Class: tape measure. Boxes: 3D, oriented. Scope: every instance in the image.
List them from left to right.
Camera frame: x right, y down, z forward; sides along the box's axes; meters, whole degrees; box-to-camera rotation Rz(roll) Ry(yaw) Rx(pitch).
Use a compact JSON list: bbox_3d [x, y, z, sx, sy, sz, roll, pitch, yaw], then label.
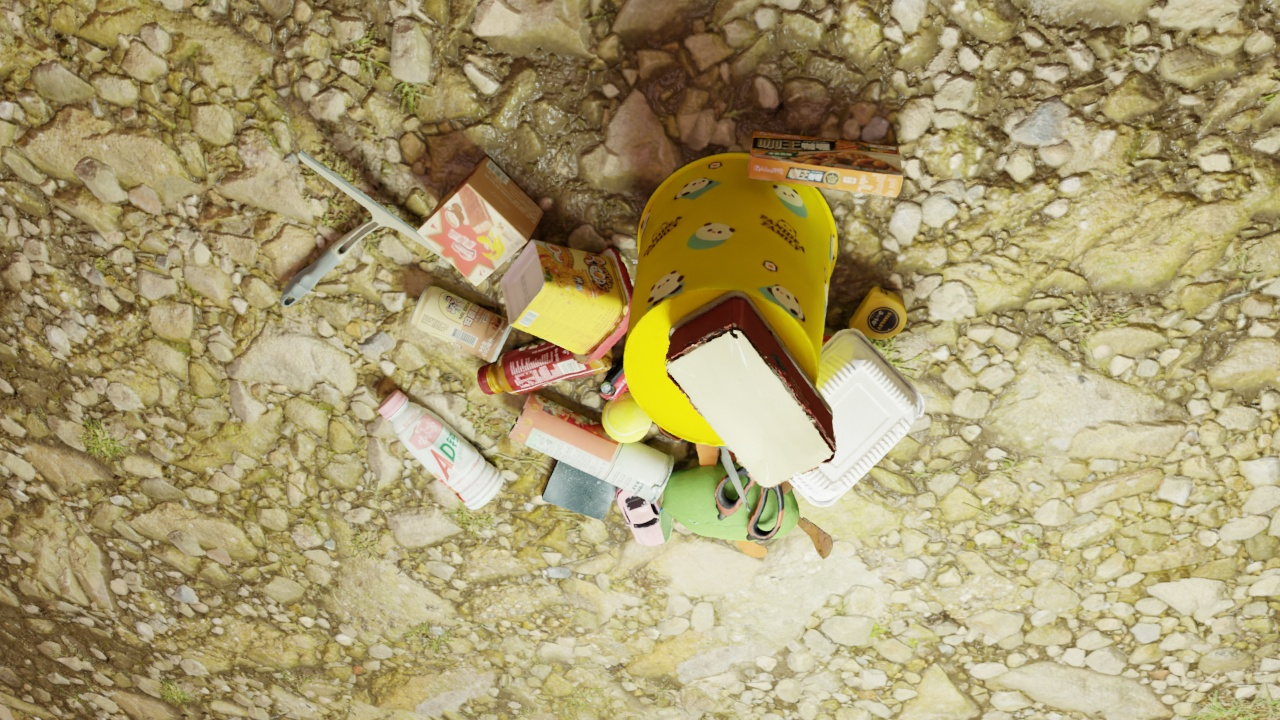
[{"bbox_3d":[0.278,-0.054,1.063,0.057,0.028,0.060,24,125,-5],"label":"tape measure"}]

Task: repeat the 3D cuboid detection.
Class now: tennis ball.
[{"bbox_3d":[-0.017,0.074,1.186,0.065,0.065,0.066,5,125,7],"label":"tennis ball"}]

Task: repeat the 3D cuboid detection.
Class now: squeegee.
[{"bbox_3d":[-0.370,-0.131,1.128,0.247,0.039,0.246,-29,133,33],"label":"squeegee"}]

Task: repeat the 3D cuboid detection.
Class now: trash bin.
[{"bbox_3d":[0.092,-0.060,0.956,0.230,0.254,0.230,5,125,7],"label":"trash bin"}]

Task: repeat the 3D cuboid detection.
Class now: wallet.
[{"bbox_3d":[-0.080,0.174,1.299,0.097,0.019,0.121,21,127,-5],"label":"wallet"}]

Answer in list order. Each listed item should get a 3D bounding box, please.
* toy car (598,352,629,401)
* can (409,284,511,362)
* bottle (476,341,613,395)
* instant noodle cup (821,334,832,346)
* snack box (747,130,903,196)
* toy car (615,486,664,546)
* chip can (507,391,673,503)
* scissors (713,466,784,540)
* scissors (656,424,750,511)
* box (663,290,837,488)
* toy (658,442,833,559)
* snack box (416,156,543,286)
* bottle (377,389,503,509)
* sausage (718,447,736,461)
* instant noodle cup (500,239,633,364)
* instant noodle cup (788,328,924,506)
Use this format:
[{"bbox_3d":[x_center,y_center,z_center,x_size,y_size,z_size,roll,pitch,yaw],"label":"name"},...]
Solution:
[{"bbox_3d":[-0.007,0.007,1.145,0.045,0.052,0.121,38,124,-11],"label":"toy car"},{"bbox_3d":[-0.223,-0.046,1.146,0.116,0.058,0.059,25,125,-7],"label":"can"},{"bbox_3d":[-0.124,0.006,1.164,0.175,0.057,0.057,-15,121,20],"label":"bottle"},{"bbox_3d":[0.210,0.046,1.103,0.116,0.116,0.124,11,137,2],"label":"instant noodle cup"},{"bbox_3d":[0.189,-0.204,0.946,0.154,0.075,0.026,8,127,5],"label":"snack box"},{"bbox_3d":[0.005,0.218,1.297,0.056,0.037,0.122,-19,121,9],"label":"toy car"},{"bbox_3d":[-0.066,0.116,1.222,0.214,0.071,0.071,25,125,-7],"label":"chip can"},{"bbox_3d":[0.134,0.121,1.087,0.195,0.015,0.206,-18,104,37],"label":"scissors"},{"bbox_3d":[0.076,0.071,1.112,0.221,0.021,0.224,-2,97,58],"label":"scissors"},{"bbox_3d":[0.097,0.034,0.814,0.091,0.079,0.168,-29,115,25],"label":"box"},{"bbox_3d":[0.127,0.182,1.194,0.247,0.089,0.227,-4,122,36],"label":"toy"},{"bbox_3d":[-0.182,-0.158,1.048,0.095,0.076,0.093,-35,112,29],"label":"snack box"},{"bbox_3d":[-0.279,0.120,1.273,0.068,0.068,0.197,-34,108,29],"label":"bottle"},{"bbox_3d":[0.113,0.120,1.221,0.165,0.021,0.022,40,122,-17],"label":"sausage"},{"bbox_3d":[-0.085,-0.073,1.048,0.123,0.116,0.116,16,133,-37],"label":"instant noodle cup"},{"bbox_3d":[0.217,0.067,0.996,0.173,0.060,0.138,-45,96,4],"label":"instant noodle cup"}]
